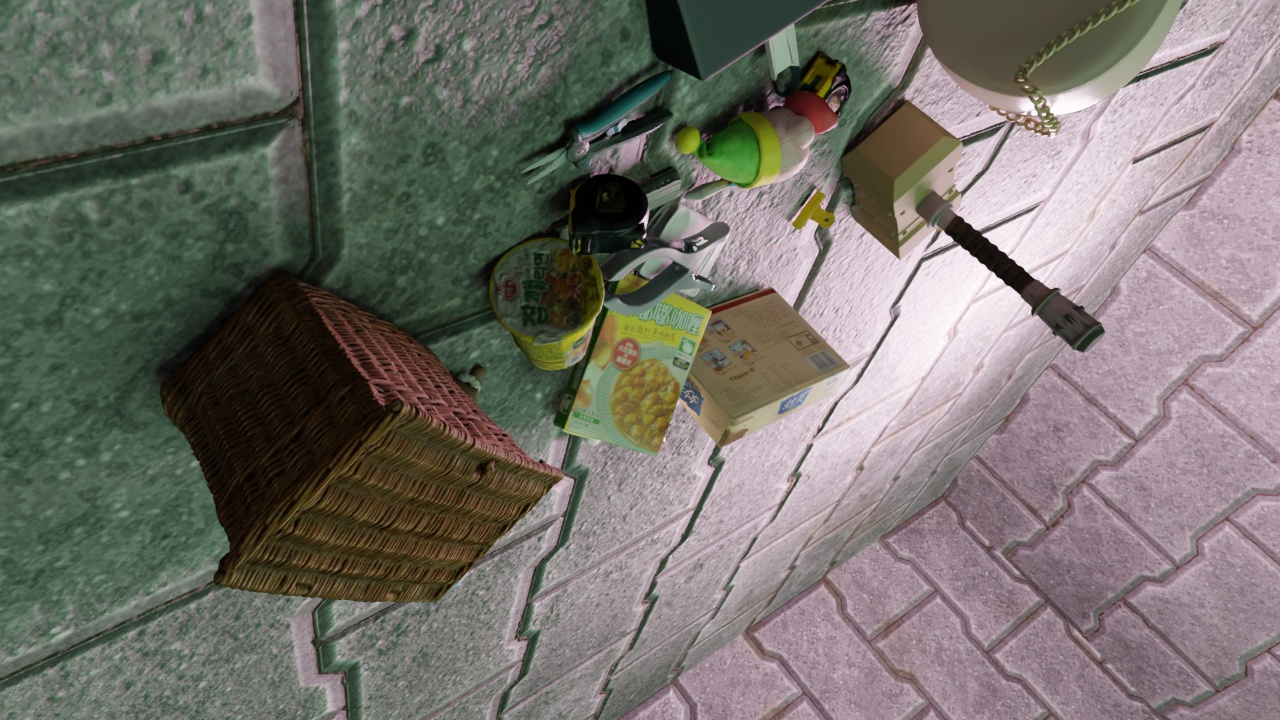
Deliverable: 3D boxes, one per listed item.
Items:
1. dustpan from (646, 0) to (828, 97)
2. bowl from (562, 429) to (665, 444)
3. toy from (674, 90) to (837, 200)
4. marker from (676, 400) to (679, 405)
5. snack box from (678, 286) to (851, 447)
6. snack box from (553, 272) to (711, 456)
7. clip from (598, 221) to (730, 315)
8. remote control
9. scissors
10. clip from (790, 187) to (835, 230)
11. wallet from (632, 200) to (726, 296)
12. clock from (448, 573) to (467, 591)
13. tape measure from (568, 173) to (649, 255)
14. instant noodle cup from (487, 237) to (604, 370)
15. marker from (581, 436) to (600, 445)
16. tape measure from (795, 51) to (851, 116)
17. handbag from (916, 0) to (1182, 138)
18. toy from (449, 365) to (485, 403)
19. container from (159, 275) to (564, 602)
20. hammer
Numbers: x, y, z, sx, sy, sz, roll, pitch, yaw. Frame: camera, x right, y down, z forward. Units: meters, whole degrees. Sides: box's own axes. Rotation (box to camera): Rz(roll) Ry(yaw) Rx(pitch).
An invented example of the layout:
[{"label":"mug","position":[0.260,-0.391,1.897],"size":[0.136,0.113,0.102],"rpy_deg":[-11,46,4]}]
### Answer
[{"label":"dustpan","position":[0.109,-0.314,0.706],"size":[0.236,0.080,0.273],"rpy_deg":[-35,133,-11]},{"label":"bowl","position":[-0.026,0.050,1.042],"size":[0.118,0.118,0.074],"rpy_deg":[30,65,-63]},{"label":"toy","position":[0.097,-0.200,0.853],"size":[0.131,0.097,0.124],"rpy_deg":[-41,-165,-18]},{"label":"marker","position":[0.056,0.033,1.205],"size":[0.134,0.017,0.020],"rpy_deg":[-57,-173,29]},{"label":"snack box","position":[0.126,0.002,1.093],"size":[0.206,0.153,0.055],"rpy_deg":[-20,148,-36]},{"label":"snack box","position":[-0.006,0.005,0.941],"size":[0.131,0.027,0.168],"rpy_deg":[21,89,-40]},{"label":"clip","position":[0.025,-0.100,0.877],"size":[0.162,0.028,0.108],"rpy_deg":[-16,135,-42]},{"label":"remote control","position":[-0.020,-0.137,0.836],"size":[0.136,0.013,0.033],"rpy_deg":[-28,151,-21]},{"label":"scissors","position":[-0.026,-0.188,0.740],"size":[0.149,0.019,0.122],"rpy_deg":[-46,158,23]},{"label":"clip","position":[0.207,-0.171,1.073],"size":[0.046,0.035,0.053],"rpy_deg":[6,127,-47]},{"label":"wallet","position":[0.039,-0.116,0.935],"size":[0.086,0.032,0.116],"rpy_deg":[-55,148,9]},{"label":"clock","position":[-0.218,0.167,0.905],"size":[0.075,0.122,0.162],"rpy_deg":[-36,135,-8]},{"label":"tape measure","position":[-0.028,-0.124,0.780],"size":[0.071,0.072,0.042],"rpy_deg":[-6,144,-6]},{"label":"instant noodle cup","position":[-0.081,-0.041,0.822],"size":[0.102,0.102,0.108],"rpy_deg":[-34,162,-13]},{"label":"marker","position":[-0.030,0.052,1.107],"size":[0.025,0.025,0.126],"rpy_deg":[-1,134,-53]},{"label":"tape measure","position":[0.172,-0.254,0.889],"size":[0.063,0.038,0.067],"rpy_deg":[-54,156,7]},{"label":"handbag","position":[0.363,-0.334,0.821],"size":[0.103,0.210,0.209],"rpy_deg":[9,118,-57]},{"label":"toy","position":[-0.181,0.052,0.884],"size":[0.102,0.041,0.054],"rpy_deg":[-60,171,20]},{"label":"container","position":[-0.210,0.059,0.686],"size":[0.162,0.183,0.250],"rpy_deg":[-43,155,3]},{"label":"hammer","position":[0.384,-0.129,1.040],"size":[0.100,0.325,0.190],"rpy_deg":[-42,154,1]}]
